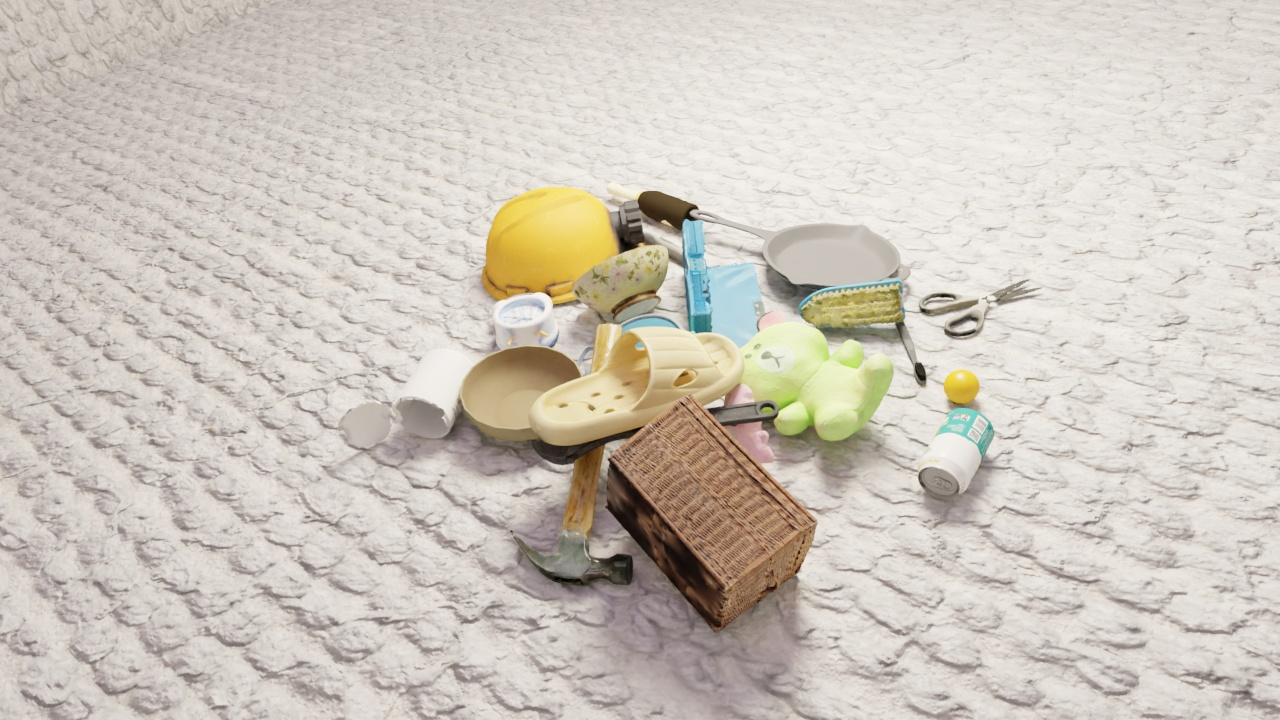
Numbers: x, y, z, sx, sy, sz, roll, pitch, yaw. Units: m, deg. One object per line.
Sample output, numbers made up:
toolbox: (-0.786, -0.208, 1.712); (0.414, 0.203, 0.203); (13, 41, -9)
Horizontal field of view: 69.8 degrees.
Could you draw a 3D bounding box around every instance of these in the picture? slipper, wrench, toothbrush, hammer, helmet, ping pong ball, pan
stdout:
slipper: (0.000, 0.015, 1.006); (0.261, 0.079, 0.111); (-21, 41, -19)
wrench: (0.016, 0.072, 1.007); (0.273, 0.018, 0.073); (-7, 44, 1)
toothbrush: (0.024, -0.187, 1.426); (0.022, 0.024, 0.185); (13, 17, -46)
hammer: (-0.058, 0.094, 1.035); (0.132, 0.033, 0.329); (-1, 53, 13)
toothbrush: (0.343, -0.026, 1.179); (0.013, 0.013, 0.167); (-6, 37, 4)
helmet: (-0.125, -0.192, 1.374); (0.255, 0.131, 0.205); (-10, 40, -1)
ping pong ball: (0.378, 0.031, 1.080); (0.040, 0.040, 0.040); (-5, 39, 4)
pan: (0.221, -0.165, 1.343); (0.355, 0.024, 0.215); (23, 41, 30)

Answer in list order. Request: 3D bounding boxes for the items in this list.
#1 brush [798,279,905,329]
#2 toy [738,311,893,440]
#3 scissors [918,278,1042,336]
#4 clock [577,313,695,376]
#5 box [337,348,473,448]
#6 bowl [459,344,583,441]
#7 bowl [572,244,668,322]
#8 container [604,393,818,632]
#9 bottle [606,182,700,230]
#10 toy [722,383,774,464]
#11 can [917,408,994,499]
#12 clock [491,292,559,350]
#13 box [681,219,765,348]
brush: (0.278, -0.074, 1.215); (0.136, 0.055, 0.075); (-6, 13, 14)
toy: (0.192, 0.027, 1.080); (0.150, 0.107, 0.197); (-50, 41, -10)
scissors: (0.454, -0.072, 1.213); (0.165, 0.013, 0.149); (5, 42, 14)
clock: (-0.007, 0.007, 1.153); (0.162, 0.075, 0.121); (3, 54, 29)
box: (-0.289, 0.052, 1.150); (0.136, 0.084, 0.146); (8, 42, 9)
bowl: (-0.144, 0.049, 1.141); (0.152, 0.050, 0.152); (-2, 41, 2)
bowl: (-0.016, -0.097, 1.265); (0.145, 0.145, 0.063); (-21, 79, -15)
container: (0.063, 0.150, 0.902); (0.112, 0.114, 0.198); (-32, 60, -24)
bottle: (0.014, -0.257, 1.493); (0.185, 0.045, 0.045); (28, 51, 36)
toy: (0.110, 0.088, 1.042); (0.096, 0.099, 0.052); (51, 25, 22)
can: (0.340, 0.100, 0.991); (0.055, 0.055, 0.101); (19, 47, 30)
clock: (-0.163, -0.057, 1.281); (0.089, 0.052, 0.125); (-14, 36, -5)
box: (0.117, -0.099, 1.249); (0.112, 0.094, 0.231); (-4, 39, 2)
